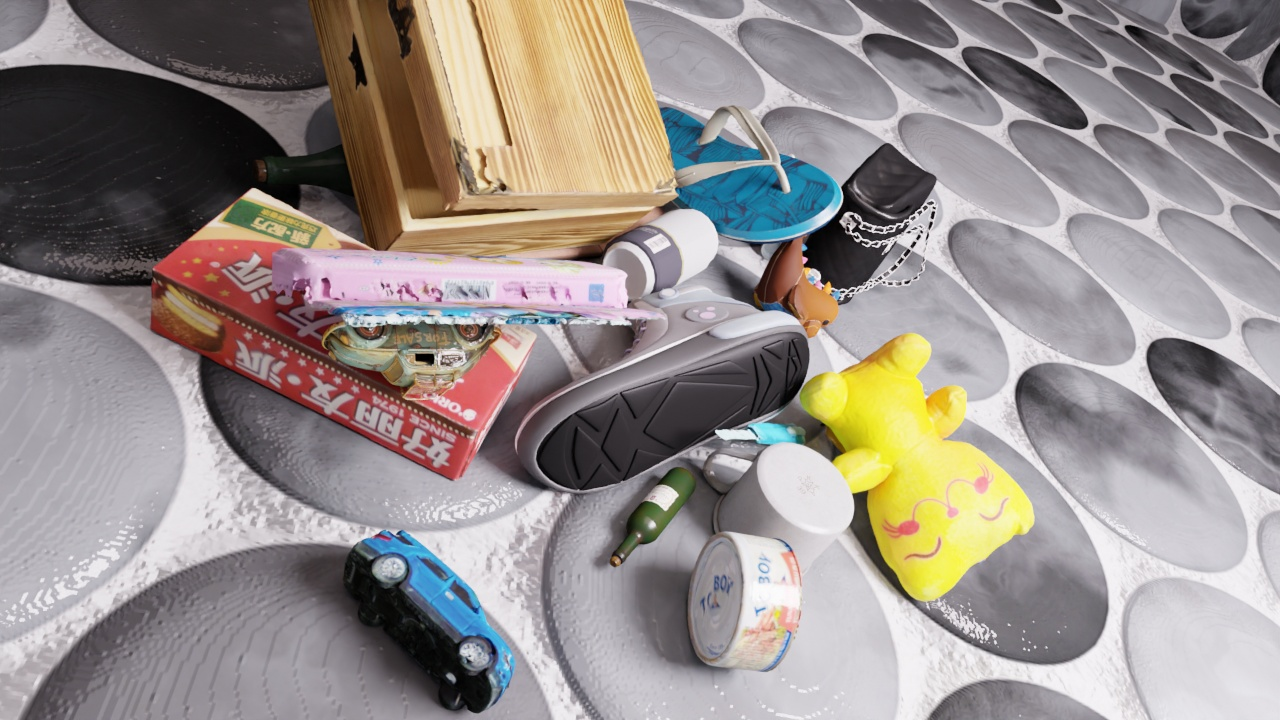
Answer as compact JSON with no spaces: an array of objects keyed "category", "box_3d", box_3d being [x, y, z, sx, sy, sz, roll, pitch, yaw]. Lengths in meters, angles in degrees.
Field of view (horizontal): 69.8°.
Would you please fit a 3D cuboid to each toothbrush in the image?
[{"category":"toothbrush","box_3d":[0.163,-0.182,1.048,0.026,0.027,0.222,61,29,-29]}]

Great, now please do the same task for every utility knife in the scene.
[{"category":"utility knife","box_3d":[0.095,0.055,0.717,0.022,0.015,0.168,56,21,23]}]

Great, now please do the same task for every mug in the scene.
[{"category":"mug","box_3d":[0.096,0.101,0.680,0.084,0.071,0.113,-24,64,-43]}]

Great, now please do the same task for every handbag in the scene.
[{"category":"handbag","box_3d":[0.232,-0.119,0.930,0.114,0.154,0.124,43,47,12]}]

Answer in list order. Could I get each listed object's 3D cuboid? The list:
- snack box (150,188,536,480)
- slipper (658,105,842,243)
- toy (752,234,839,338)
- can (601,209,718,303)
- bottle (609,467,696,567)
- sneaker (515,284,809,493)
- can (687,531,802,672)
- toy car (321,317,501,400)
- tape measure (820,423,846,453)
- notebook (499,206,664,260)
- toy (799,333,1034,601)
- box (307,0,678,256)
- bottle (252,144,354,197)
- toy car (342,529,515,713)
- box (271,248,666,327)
[{"category":"snack box","box_3d":[-0.203,-0.021,0.643,0.236,0.060,0.112,27,42,-2]},{"category":"slipper","box_3d":[0.071,-0.201,0.921,0.118,0.060,0.295,-43,49,-8]},{"category":"toy","box_3d":[0.161,-0.077,0.884,0.090,0.103,0.071,21,1,-31]},{"category":"can","box_3d":[0.022,-0.100,0.852,0.064,0.064,0.127,41,41,14]},{"category":"bottle","box_3d":[0.007,0.112,0.652,0.025,0.025,0.105,36,40,9]},{"category":"sneaker","box_3d":[-0.004,0.005,0.725,0.256,0.093,0.160,-19,35,-27]},{"category":"can","box_3d":[0.066,0.155,0.594,0.043,0.086,0.086,13,43,-18]},{"category":"toy car","box_3d":[-0.140,-0.001,0.577,0.111,0.047,0.047,1,69,-31]},{"category":"tape measure","box_3d":[0.195,0.063,0.807,0.068,0.030,0.058,35,40,3]},{"category":"notebook","box_3d":[-0.069,-0.151,0.896,0.208,0.008,0.141,-11,54,-37]},{"category":"toy","box_3d":[0.208,0.083,0.731,0.134,0.087,0.194,-32,85,-12]},{"category":"box","box_3d":[-0.109,-0.237,0.746,0.246,0.176,0.279,-11,82,-36]},{"category":"bottle","box_3d":[-0.237,-0.162,0.779,0.173,0.055,0.055,-10,53,-35]},{"category":"toy car","box_3d":[-0.118,0.145,0.523,0.120,0.056,0.043,40,40,16]},{"category":"box","box_3d":[-0.101,-0.045,0.586,0.230,0.035,0.159,-1,11,-33]}]
